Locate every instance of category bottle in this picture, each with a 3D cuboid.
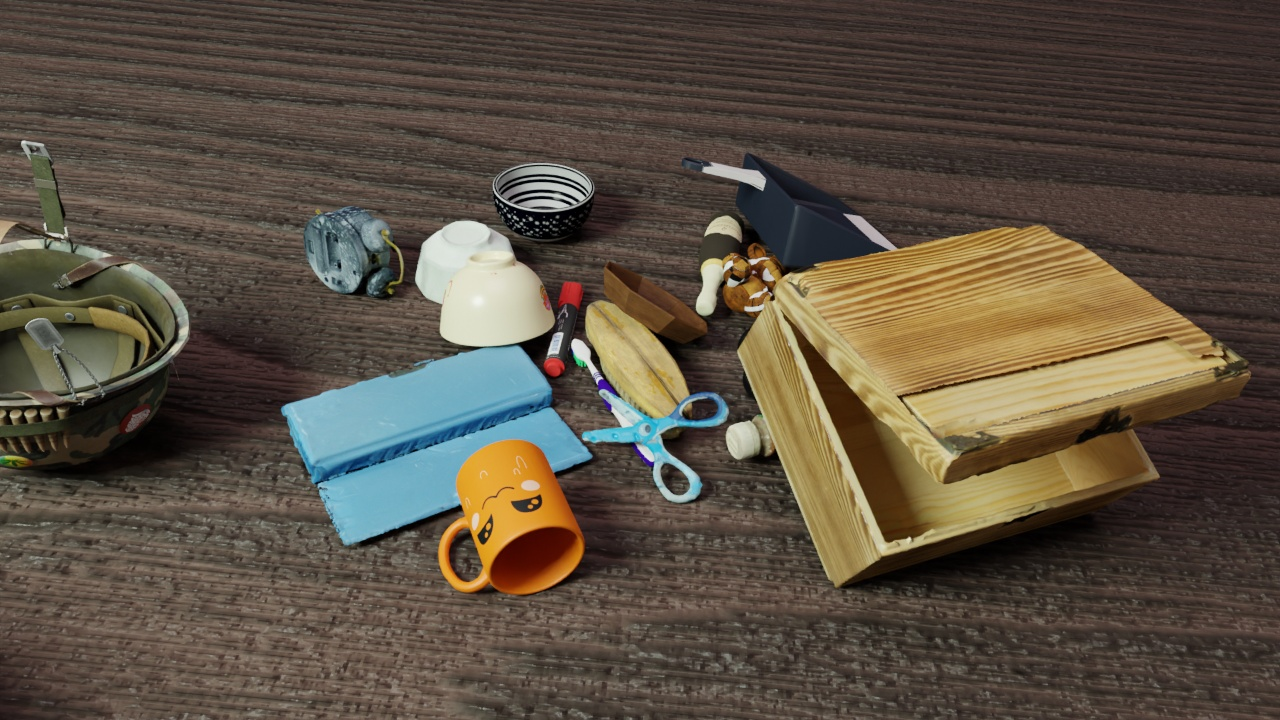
[{"bbox_3d":[0.087,-0.110,1.058,0.045,0.045,0.184,11,39,7],"label":"bottle"},{"bbox_3d":[0.159,0.058,0.846,0.167,0.059,0.059,-11,42,-19],"label":"bottle"}]

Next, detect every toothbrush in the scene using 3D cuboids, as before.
[{"bbox_3d":[-0.028,0.039,0.885,0.015,0.016,0.186,-15,45,-22],"label":"toothbrush"}]

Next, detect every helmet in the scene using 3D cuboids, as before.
[{"bbox_3d":[-0.478,-0.021,0.727,0.224,0.237,0.192,-7,44,1],"label":"helmet"}]

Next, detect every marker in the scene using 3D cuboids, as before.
[{"bbox_3d":[-0.081,-0.035,0.965,0.023,0.021,0.144,24,37,-13],"label":"marker"}]

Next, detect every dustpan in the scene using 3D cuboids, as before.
[{"bbox_3d":[0.177,-0.186,1.079,0.273,0.080,0.236,3,26,-10],"label":"dustpan"}]

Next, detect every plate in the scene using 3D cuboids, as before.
[{"bbox_3d":[0.011,-0.057,0.957,0.131,0.025,0.131,31,13,-8],"label":"plate"}]

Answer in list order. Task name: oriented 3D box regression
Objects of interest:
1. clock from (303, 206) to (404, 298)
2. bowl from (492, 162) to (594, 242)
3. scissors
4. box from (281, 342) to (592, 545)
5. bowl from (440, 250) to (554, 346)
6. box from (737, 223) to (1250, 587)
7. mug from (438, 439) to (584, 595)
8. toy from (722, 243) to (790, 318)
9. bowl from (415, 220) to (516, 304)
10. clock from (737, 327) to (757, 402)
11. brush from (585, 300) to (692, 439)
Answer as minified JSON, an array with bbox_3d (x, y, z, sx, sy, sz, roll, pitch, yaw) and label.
[{"bbox_3d":[-0.306,-0.117,0.989,0.129,0.090,0.052,22,36,25],"label":"clock"},{"bbox_3d":[-0.117,-0.182,1.108,0.120,0.066,0.120,3,39,-3],"label":"bowl"},{"bbox_3d":[0.019,0.058,0.824,0.137,0.012,0.127,40,79,23],"label":"scissors"},{"bbox_3d":[-0.180,0.066,0.824,0.231,0.034,0.174,-18,46,-27],"label":"box"},{"bbox_3d":[-0.149,-0.070,0.934,0.118,0.074,0.117,-3,23,1],"label":"bowl"},{"bbox_3d":[0.263,0.002,0.745,0.278,0.221,0.258,-12,63,-18],"label":"box"},{"bbox_3d":[-0.110,0.132,0.723,0.112,0.077,0.096,-34,45,2],"label":"mug"},{"bbox_3d":[0.132,-0.089,1.020,0.112,0.068,0.087,-36,91,-41],"label":"toy"},{"bbox_3d":[-0.193,-0.116,1.023,0.117,0.061,0.117,2,38,-2],"label":"bowl"},{"bbox_3d":[0.147,0.000,0.930,0.091,0.043,0.120,0,39,-7],"label":"clock"},{"bbox_3d":[-0.005,0.005,0.906,0.059,0.043,0.195,-16,44,-23],"label":"brush"}]
